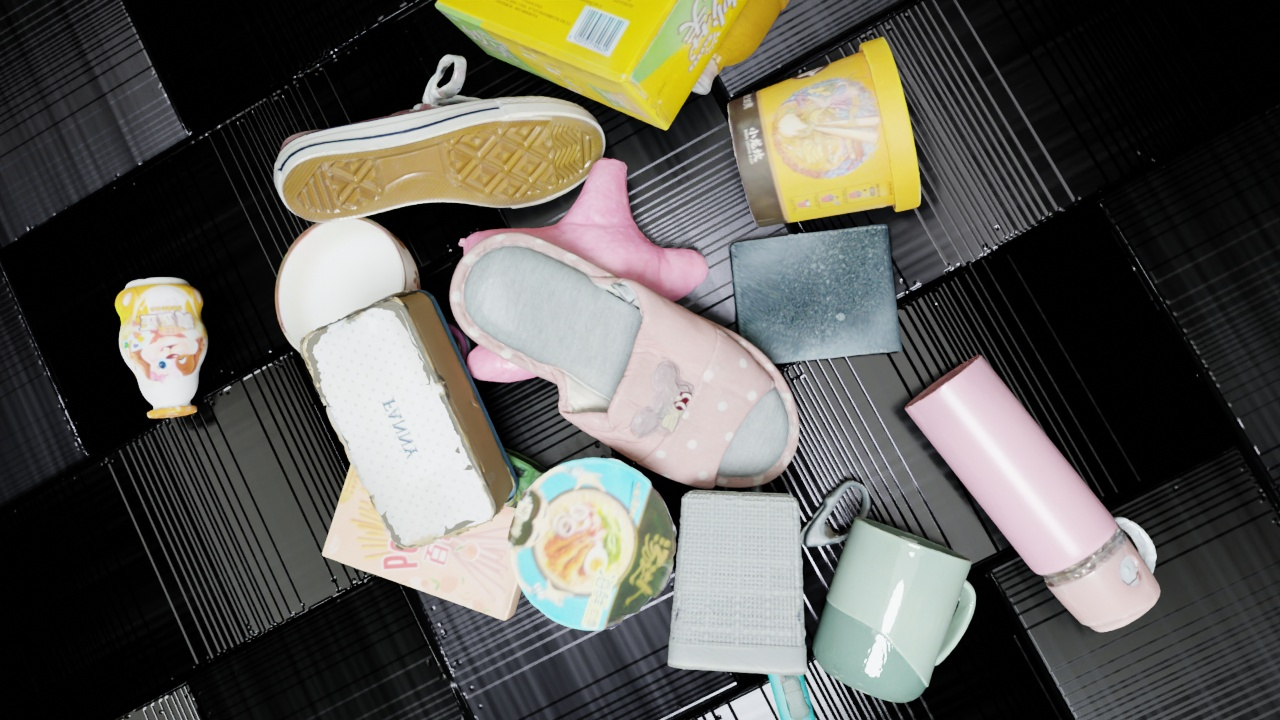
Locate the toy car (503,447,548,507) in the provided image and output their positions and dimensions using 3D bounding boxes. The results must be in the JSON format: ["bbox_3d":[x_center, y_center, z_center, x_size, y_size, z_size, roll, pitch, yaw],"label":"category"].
[{"bbox_3d":[-0.112,0.084,0.700,0.091,0.043,0.036,20,92,7],"label":"toy car"}]

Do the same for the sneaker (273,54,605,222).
[{"bbox_3d":[-0.149,-0.165,0.686,0.240,0.118,0.087,-11,52,-14],"label":"sneaker"}]

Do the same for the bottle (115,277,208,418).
[{"bbox_3d":[-0.379,-0.010,0.731,0.063,0.063,0.108,-9,86,7],"label":"bottle"}]

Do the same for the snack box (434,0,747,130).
[{"bbox_3d":[-0.028,-0.277,0.659,0.210,0.070,0.157,32,91,33],"label":"snack box"}]

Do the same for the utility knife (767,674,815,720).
[{"bbox_3d":[0.115,0.254,0.674,0.029,0.013,0.196,-15,84,4],"label":"utility knife"}]

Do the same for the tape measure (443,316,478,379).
[{"bbox_3d":[-0.154,-0.006,0.712,0.058,0.039,0.057,-11,85,7],"label":"tape measure"}]

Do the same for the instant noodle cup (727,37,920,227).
[{"bbox_3d":[0.128,-0.153,0.650,0.114,0.118,0.118,-13,85,15],"label":"instant noodle cup"}]

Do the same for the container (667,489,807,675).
[{"bbox_3d":[0.067,0.148,0.630,0.090,0.090,0.114,1,81,5],"label":"container"}]

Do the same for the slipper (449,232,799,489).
[{"bbox_3d":[-0.004,0.004,0.631,0.274,0.054,0.114,32,93,-12],"label":"slipper"}]

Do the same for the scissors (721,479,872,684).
[{"bbox_3d":[0.095,0.143,0.677,0.181,0.014,0.159,-36,79,-1],"label":"scissors"}]

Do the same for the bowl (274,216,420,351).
[{"bbox_3d":[-0.215,-0.051,0.707,0.114,0.062,0.113,-2,84,19],"label":"bowl"}]

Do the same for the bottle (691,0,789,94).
[{"bbox_3d":[0.084,-0.289,0.683,0.068,0.068,0.189,32,91,8],"label":"bottle"}]

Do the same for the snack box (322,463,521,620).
[{"bbox_3d":[-0.161,0.135,0.712,0.157,0.026,0.084,17,89,8],"label":"snack box"}]

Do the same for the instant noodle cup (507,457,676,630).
[{"bbox_3d":[-0.026,0.120,0.648,0.111,0.120,0.111,0,87,6],"label":"instant noodle cup"}]

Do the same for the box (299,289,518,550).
[{"bbox_3d":[-0.156,0.047,0.640,0.090,0.063,0.184,-19,101,10],"label":"box"}]

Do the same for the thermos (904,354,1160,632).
[{"bbox_3d":[0.279,0.087,0.641,0.087,0.067,0.198,-35,81,-26],"label":"thermos"}]

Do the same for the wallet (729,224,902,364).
[{"bbox_3d":[0.130,-0.048,0.689,0.121,0.019,0.097,-6,87,9],"label":"wallet"}]

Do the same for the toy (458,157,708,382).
[{"bbox_3d":[-0.052,-0.060,0.684,0.178,0.074,0.194,27,87,2],"label":"toy"}]

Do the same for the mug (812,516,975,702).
[{"bbox_3d":[0.184,0.177,0.643,0.111,0.082,0.106,19,89,-23],"label":"mug"}]
